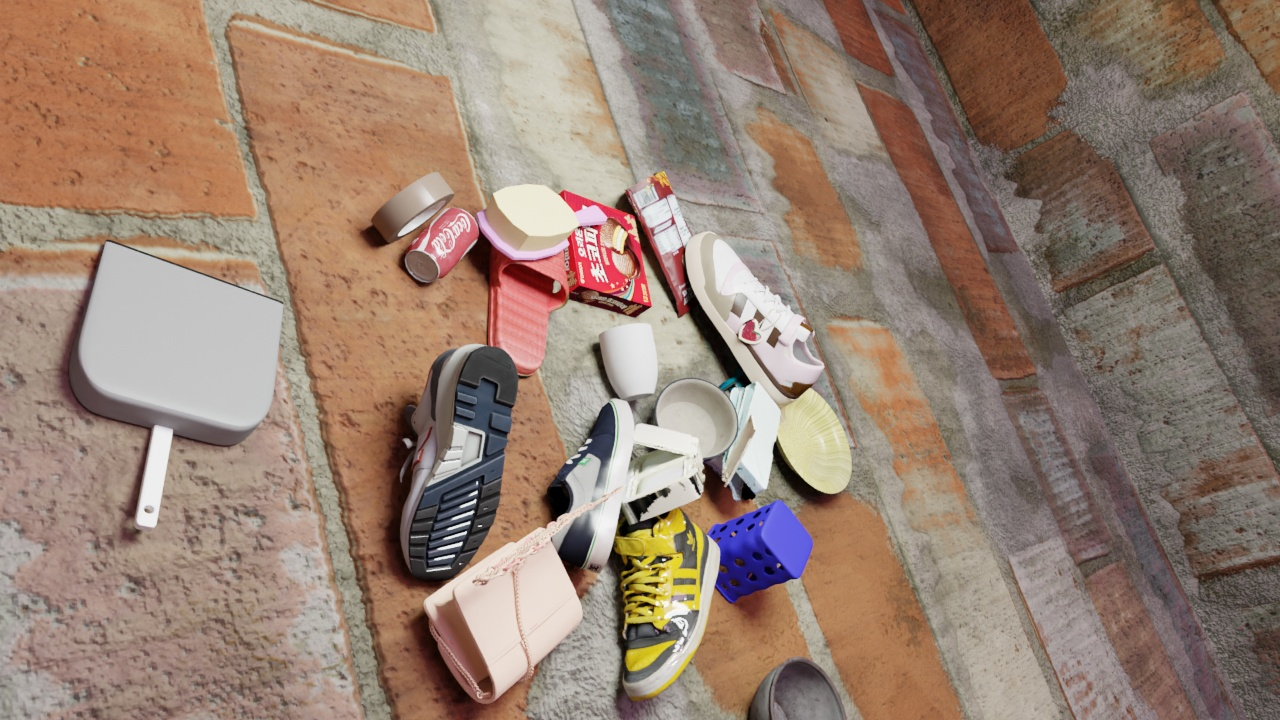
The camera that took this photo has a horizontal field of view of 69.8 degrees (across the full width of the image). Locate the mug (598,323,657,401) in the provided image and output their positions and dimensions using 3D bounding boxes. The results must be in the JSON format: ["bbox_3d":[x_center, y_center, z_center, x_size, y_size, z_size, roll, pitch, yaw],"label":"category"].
[{"bbox_3d":[-0.007,0.007,1.218,0.107,0.071,0.089,26,51,-72],"label":"mug"}]

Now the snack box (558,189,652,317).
[{"bbox_3d":[-0.056,-0.147,1.280,0.132,0.036,0.152,13,57,-42],"label":"snack box"}]

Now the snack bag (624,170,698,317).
[{"bbox_3d":[0.051,-0.184,1.402,0.208,0.067,0.138,59,37,-9],"label":"snack bag"}]

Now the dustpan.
[{"bbox_3d":[-0.405,0.026,0.797,0.163,0.033,0.257,23,42,-37],"label":"dustpan"}]

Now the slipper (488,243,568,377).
[{"bbox_3d":[-0.136,-0.097,1.143,0.103,0.059,0.248,29,48,-32],"label":"slipper"}]

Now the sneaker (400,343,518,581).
[{"bbox_3d":[-0.195,0.091,0.925,0.088,0.124,0.240,14,96,-36],"label":"sneaker"}]

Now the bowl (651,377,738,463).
[{"bbox_3d":[0.066,0.087,1.221,0.115,0.059,0.115,7,62,-14],"label":"bowl"}]

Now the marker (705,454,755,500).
[{"bbox_3d":[0.117,0.151,1.279,0.126,0.025,0.025,45,40,-17],"label":"marker"}]

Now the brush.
[{"bbox_3d":[-0.109,-0.183,1.170,0.089,0.043,0.228,49,35,12],"label":"brush"}]

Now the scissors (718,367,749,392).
[{"bbox_3d":[0.148,0.033,1.396,0.135,0.019,0.130,30,46,-34],"label":"scissors"}]

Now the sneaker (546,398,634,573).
[{"bbox_3d":[-0.062,0.129,1.064,0.079,0.084,0.234,19,45,-9],"label":"sneaker"}]

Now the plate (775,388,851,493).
[{"bbox_3d":[0.257,0.126,1.438,0.184,0.036,0.184,26,48,-33],"label":"plate"}]

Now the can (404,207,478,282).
[{"bbox_3d":[-0.231,-0.135,1.068,0.054,0.054,0.096,46,40,-16],"label":"can"}]

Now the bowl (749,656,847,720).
[{"bbox_3d":[0.184,0.444,1.124,0.145,0.067,0.144,26,48,-34],"label":"bowl"}]

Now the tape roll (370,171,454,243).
[{"bbox_3d":[-0.256,-0.172,1.033,0.030,0.094,0.093,53,39,-7],"label":"tape roll"}]

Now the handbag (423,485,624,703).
[{"bbox_3d":[-0.093,0.229,0.866,0.116,0.188,0.198,61,32,2],"label":"handbag"}]

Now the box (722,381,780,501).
[{"bbox_3d":[0.153,0.106,1.278,0.198,0.073,0.086,-67,154,-56],"label":"box"}]

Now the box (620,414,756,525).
[{"bbox_3d":[0.056,0.107,1.083,0.143,0.182,0.081,-79,145,-76],"label":"box"}]

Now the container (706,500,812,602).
[{"bbox_3d":[0.148,0.245,1.179,0.085,0.114,0.084,51,39,-10],"label":"container"}]

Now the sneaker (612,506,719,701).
[{"bbox_3d":[0.013,0.256,1.046,0.122,0.086,0.237,52,34,-18],"label":"sneaker"}]

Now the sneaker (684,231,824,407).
[{"bbox_3d":[0.175,-0.078,1.365,0.111,0.117,0.293,-19,79,-50],"label":"sneaker"}]
